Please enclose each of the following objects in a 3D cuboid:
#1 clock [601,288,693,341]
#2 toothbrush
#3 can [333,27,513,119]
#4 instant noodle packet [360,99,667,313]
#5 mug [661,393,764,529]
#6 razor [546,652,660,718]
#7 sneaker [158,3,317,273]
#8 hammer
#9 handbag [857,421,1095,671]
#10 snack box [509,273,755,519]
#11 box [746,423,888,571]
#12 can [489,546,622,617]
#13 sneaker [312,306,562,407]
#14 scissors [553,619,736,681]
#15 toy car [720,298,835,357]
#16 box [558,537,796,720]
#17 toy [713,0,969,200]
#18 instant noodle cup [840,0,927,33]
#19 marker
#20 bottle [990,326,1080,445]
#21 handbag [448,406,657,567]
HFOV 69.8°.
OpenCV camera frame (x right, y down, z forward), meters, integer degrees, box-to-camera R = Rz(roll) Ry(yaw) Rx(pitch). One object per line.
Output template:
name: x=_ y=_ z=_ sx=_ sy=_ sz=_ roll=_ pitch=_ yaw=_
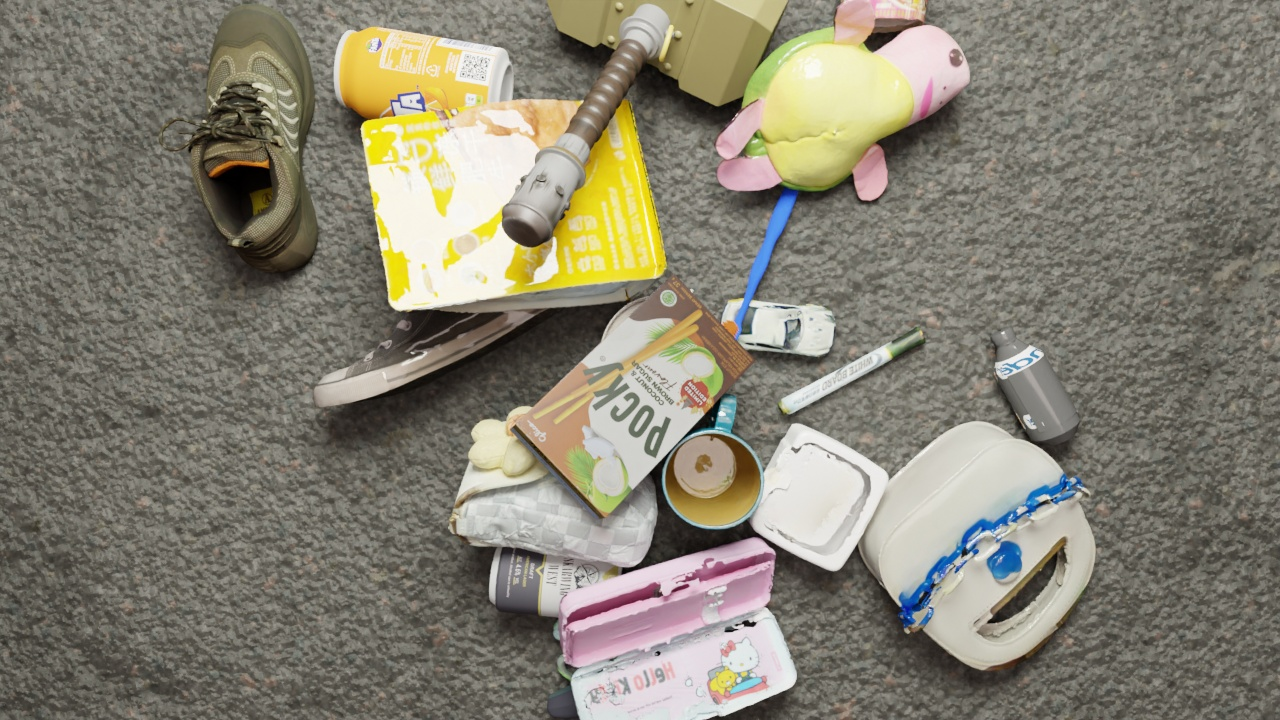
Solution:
clock: x=-0.005 y=0.005 z=0.823 sx=0.157 sy=0.061 sz=0.103 roll=-26 pitch=91 yaw=-6
toothbrush: x=0.109 y=-0.094 z=0.821 sx=0.016 sy=0.018 sz=0.182 roll=15 pitch=77 yaw=41
can: x=-0.188 y=-0.245 z=0.809 sx=0.142 sy=0.079 sz=0.079 roll=10 pitch=92 yaw=1
instant noodle packet: x=-0.107 y=-0.125 z=0.756 sx=0.221 sy=0.084 sz=0.163 roll=-7 pitch=80 yaw=-24
mug: x=0.064 y=0.084 z=0.801 sx=0.084 sy=0.104 sz=0.112 roll=13 pitch=89 yaw=1
razor: x=-0.015 y=0.300 z=0.833 sx=0.143 sy=0.047 sz=0.052 roll=-16 pitch=86 yaw=3
sneaker: x=-0.347 y=-0.197 z=0.782 sx=0.101 sy=0.143 sz=0.238 roll=-5 pitch=91 yaw=2
hammer: x=-0.023 y=-0.216 z=0.719 sx=0.190 sy=0.101 sz=0.324 roll=26 pitch=61 yaw=0
handbag: x=0.310 y=0.174 z=0.809 sx=0.200 sy=0.093 sz=0.199 roll=-45 pitch=98 yaw=2
snack box: x=-0.004 y=0.028 z=0.753 sx=0.101 sy=0.032 sz=0.185 roll=47 pitch=70 yaw=-3
box: x=0.155 y=0.120 z=0.815 sx=0.102 sy=0.076 sz=0.107 roll=28 pitch=90 yaw=-1
can: x=-0.068 y=0.199 z=0.826 sx=0.127 sy=0.064 sz=0.064 roll=6 pitch=92 yaw=1
sneaker: x=-0.196 y=-0.044 z=0.810 sx=0.235 sy=0.095 sz=0.120 roll=-29 pitch=88 yaw=4
scissors: x=0.007 y=0.268 z=0.854 sx=0.175 sy=0.032 sz=0.078 roll=1 pitch=96 yaw=2
toy car: x=0.126 y=-0.030 z=0.832 sx=0.105 sy=0.033 sz=0.048 roll=5 pitch=90 yaw=0
box: x=0.031 y=0.240 z=0.799 sx=0.201 sy=0.073 sz=0.150 roll=-12 pitch=98 yaw=-20
toy: x=0.171 y=-0.219 z=0.787 sx=0.238 sy=0.087 sz=0.190 roll=-25 pitch=129 yaw=-2
instant noodle cup: x=0.213 y=-0.346 z=0.796 sx=0.098 sy=0.097 sz=0.109 roll=2 pitch=100 yaw=1
marker: x=0.193 y=0.011 z=0.839 sx=0.146 sy=0.017 sz=0.017 roll=-29 pitch=91 yaw=2
bottle: x=0.349 y=0.022 z=0.821 sx=0.047 sy=0.047 sz=0.112 roll=-30 pitch=90 yaw=2
handbag: x=-0.067 y=0.105 z=0.795 sx=0.171 sy=0.112 sz=0.123 roll=11 pitch=117 yaw=-2
